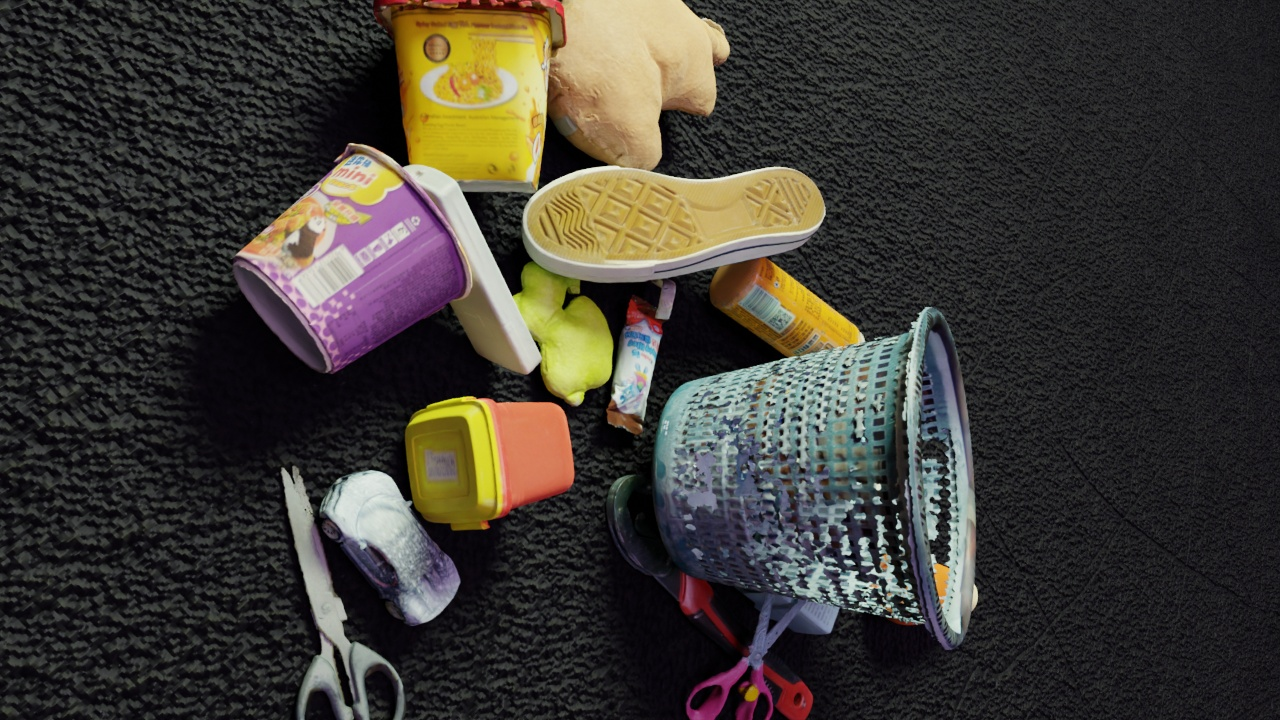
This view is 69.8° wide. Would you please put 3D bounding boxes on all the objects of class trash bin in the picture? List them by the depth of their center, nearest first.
[{"bbox_3d":[0.124,0.084,0.661,0.226,0.195,0.226,17,71,-61],"label":"trash bin"}]

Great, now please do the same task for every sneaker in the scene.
[{"bbox_3d":[0.023,-0.093,0.697,0.240,0.088,0.118,-10,68,-23],"label":"sneaker"}]

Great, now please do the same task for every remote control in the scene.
[{"bbox_3d":[-0.108,-0.055,0.579,0.021,0.058,0.150,-45,135,-27],"label":"remote control"}]

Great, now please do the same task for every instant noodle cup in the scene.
[{"bbox_3d":[-0.173,-0.053,0.539,0.099,0.112,0.111,-44,109,-24],"label":"instant noodle cup"},{"bbox_3d":[-0.106,-0.174,0.594,0.116,0.116,0.123,0,95,-3],"label":"instant noodle cup"}]

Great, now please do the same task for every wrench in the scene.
[{"bbox_3d":[0.059,0.198,0.728,0.273,0.016,0.056,52,56,-18],"label":"wrench"}]

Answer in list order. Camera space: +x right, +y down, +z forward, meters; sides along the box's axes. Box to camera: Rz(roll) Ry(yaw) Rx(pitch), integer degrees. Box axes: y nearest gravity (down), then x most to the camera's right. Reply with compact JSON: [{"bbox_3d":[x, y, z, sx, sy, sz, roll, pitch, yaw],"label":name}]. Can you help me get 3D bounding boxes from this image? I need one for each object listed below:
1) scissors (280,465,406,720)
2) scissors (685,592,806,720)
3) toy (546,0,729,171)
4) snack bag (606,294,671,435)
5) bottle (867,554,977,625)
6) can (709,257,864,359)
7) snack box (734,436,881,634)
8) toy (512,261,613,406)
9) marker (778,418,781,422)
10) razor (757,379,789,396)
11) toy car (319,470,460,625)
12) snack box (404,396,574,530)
[{"bbox_3d":[-0.181,0.149,0.555,0.132,0.014,0.175,25,65,-31],"label":"scissors"},{"bbox_3d":[0.081,0.233,0.713,0.108,0.017,0.136,3,106,-25],"label":"scissors"},{"bbox_3d":[0.004,-0.246,0.724,0.143,0.083,0.225,56,51,-21],"label":"toy"},{"bbox_3d":[-0.004,0.004,0.704,0.045,0.026,0.105,33,62,-50],"label":"snack bag"},{"bbox_3d":[0.276,0.219,0.869,0.149,0.067,0.066,19,71,-42],"label":"bottle"},{"bbox_3d":[0.128,-0.037,0.794,0.146,0.058,0.058,32,64,-30],"label":"can"},{"bbox_3d":[0.150,0.139,0.785,0.074,0.052,0.174,41,60,-24],"label":"snack box"},{"bbox_3d":[-0.054,-0.022,0.667,0.100,0.031,0.096,35,61,-28],"label":"toy"},{"bbox_3d":[0.152,0.035,0.826,0.145,0.017,0.017,-23,96,-38],"label":"marker"},{"bbox_3d":[0.154,0.031,0.802,0.132,0.028,0.043,3,51,-28],"label":"razor"},{"bbox_3d":[-0.152,0.114,0.564,0.105,0.031,0.048,57,43,-15],"label":"toy car"},{"bbox_3d":[-0.094,0.063,0.586,0.080,0.091,0.082,-3,84,-45],"label":"snack box"}]
